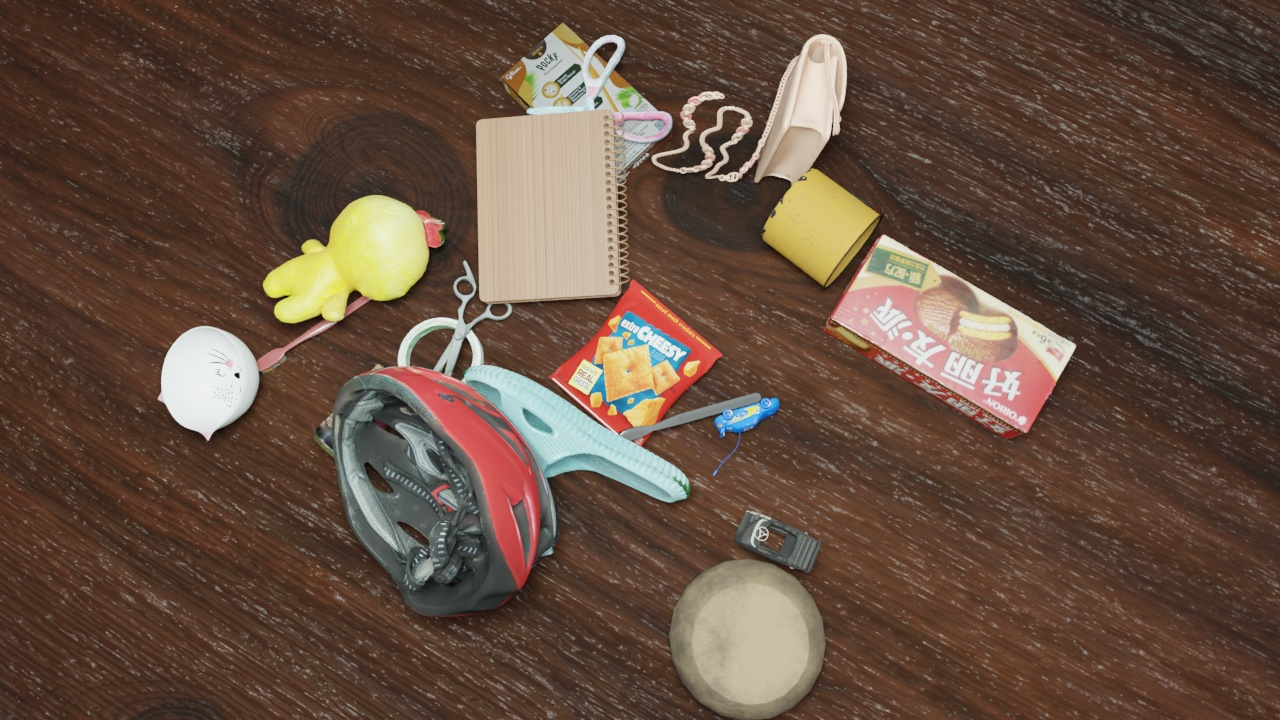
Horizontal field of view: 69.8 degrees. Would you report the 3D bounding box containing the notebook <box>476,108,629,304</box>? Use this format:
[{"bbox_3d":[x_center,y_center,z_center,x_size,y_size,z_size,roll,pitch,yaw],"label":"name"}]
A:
[{"bbox_3d":[-0.099,-0.173,1.032,0.169,0.022,0.210,-3,84,7],"label":"notebook"}]

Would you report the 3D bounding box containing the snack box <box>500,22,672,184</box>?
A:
[{"bbox_3d":[-0.064,-0.300,1.085,0.101,0.032,0.186,-44,80,-6],"label":"snack box"}]

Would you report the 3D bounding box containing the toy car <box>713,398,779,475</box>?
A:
[{"bbox_3d":[0.114,0.082,0.994,0.092,0.033,0.062,-16,71,0],"label":"toy car"}]

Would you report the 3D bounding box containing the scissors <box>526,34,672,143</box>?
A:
[{"bbox_3d":[-0.047,-0.303,1.062,0.170,0.013,0.174,2,80,7],"label":"scissors"}]

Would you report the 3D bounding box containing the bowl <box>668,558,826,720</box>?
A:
[{"bbox_3d":[0.110,0.285,0.935,0.162,0.070,0.162,-1,78,3],"label":"bowl"}]

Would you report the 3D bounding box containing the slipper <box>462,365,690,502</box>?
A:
[{"bbox_3d":[-0.077,0.090,0.967,0.276,0.116,0.069,29,69,4],"label":"slipper"}]

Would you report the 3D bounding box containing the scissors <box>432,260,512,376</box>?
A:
[{"bbox_3d":[-0.208,-0.039,1.026,0.120,0.014,0.159,44,60,11],"label":"scissors"}]

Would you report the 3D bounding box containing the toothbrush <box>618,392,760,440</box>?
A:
[{"bbox_3d":[0.055,0.061,0.999,0.167,0.013,0.013,-15,101,-12],"label":"toothbrush"}]

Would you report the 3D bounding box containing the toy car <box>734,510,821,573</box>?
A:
[{"bbox_3d":[0.141,0.188,0.957,0.092,0.037,0.040,17,79,40],"label":"toy car"}]

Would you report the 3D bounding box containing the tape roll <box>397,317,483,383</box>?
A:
[{"bbox_3d":[-0.226,-0.002,1.039,0.094,0.018,0.093,-1,78,3],"label":"tape roll"}]

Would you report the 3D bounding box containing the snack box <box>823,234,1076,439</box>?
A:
[{"bbox_3d":[0.330,-0.025,0.993,0.236,0.060,0.113,32,83,9],"label":"snack box"}]

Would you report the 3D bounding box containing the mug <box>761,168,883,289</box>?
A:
[{"bbox_3d":[0.203,-0.153,1.012,0.094,0.101,0.123,39,59,12],"label":"mug"}]

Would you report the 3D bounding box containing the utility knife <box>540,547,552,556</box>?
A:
[{"bbox_3d":[-0.168,0.218,0.994,0.149,0.015,0.022,-16,72,2],"label":"utility knife"}]

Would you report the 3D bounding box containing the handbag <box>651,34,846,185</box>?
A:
[{"bbox_3d":[0.120,-0.281,0.988,0.187,0.199,0.116,10,79,-3],"label":"handbag"}]

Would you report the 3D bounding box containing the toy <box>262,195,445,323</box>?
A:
[{"bbox_3d":[-0.323,-0.115,1.031,0.207,0.092,0.133,-34,66,1],"label":"toy"}]

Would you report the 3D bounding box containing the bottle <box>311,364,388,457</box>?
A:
[{"bbox_3d":[-0.304,0.060,1.011,0.056,0.056,0.105,40,83,10],"label":"bottle"}]

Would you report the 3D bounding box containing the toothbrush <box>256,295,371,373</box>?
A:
[{"bbox_3d":[-0.362,-0.041,1.059,0.184,0.016,0.015,-35,79,-7],"label":"toothbrush"}]

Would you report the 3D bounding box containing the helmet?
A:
[{"bbox_3d":[-0.202,0.122,0.925,0.272,0.166,0.218,51,126,10],"label":"helmet"}]

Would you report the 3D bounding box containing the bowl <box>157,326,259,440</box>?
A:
[{"bbox_3d":[-0.470,0.021,1.023,0.115,0.050,0.114,-1,87,19],"label":"bowl"}]

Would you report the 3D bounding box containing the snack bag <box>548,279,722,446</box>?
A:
[{"bbox_3d":[-0.006,0.006,1.014,0.131,0.039,0.144,41,87,8],"label":"snack bag"}]
